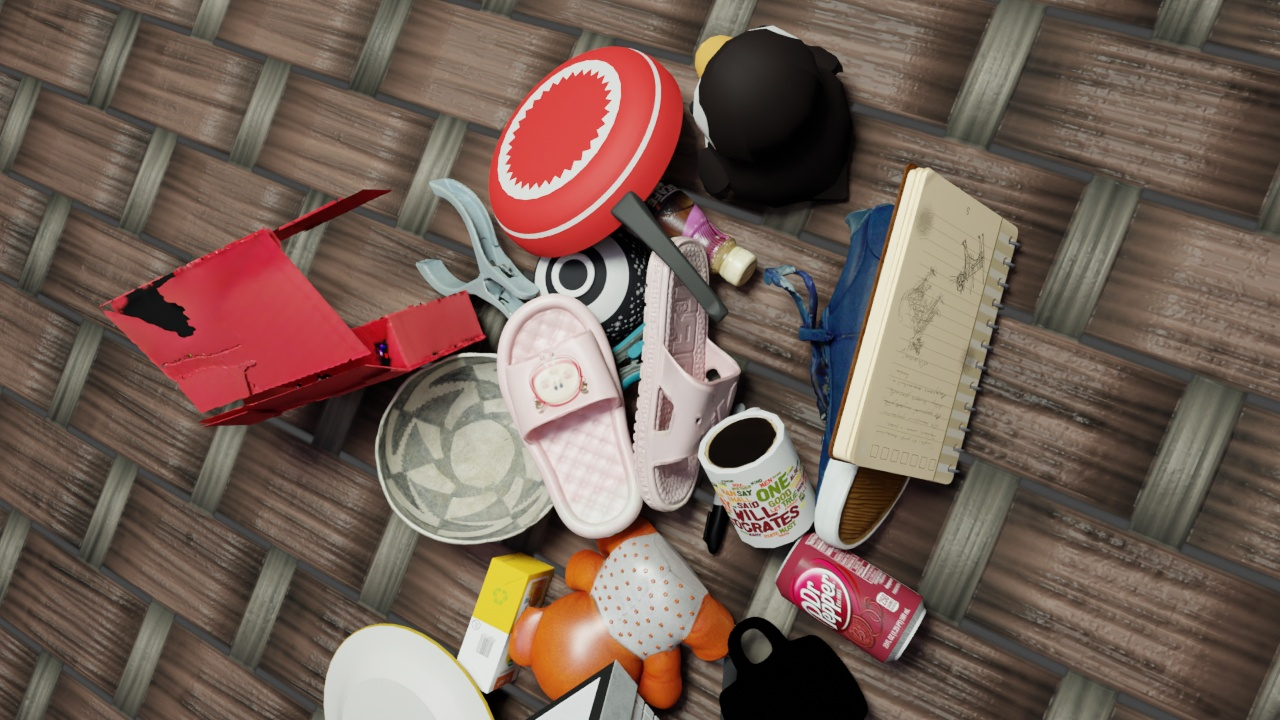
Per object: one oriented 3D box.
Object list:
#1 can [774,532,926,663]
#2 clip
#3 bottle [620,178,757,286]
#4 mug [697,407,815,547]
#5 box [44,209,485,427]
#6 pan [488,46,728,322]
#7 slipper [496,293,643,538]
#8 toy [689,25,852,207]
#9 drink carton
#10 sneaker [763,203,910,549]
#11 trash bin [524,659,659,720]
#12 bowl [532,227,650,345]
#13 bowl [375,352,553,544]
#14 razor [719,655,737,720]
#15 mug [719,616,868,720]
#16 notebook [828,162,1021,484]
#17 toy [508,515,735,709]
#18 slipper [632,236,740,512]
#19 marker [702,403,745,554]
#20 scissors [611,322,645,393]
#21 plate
[{"bbox_3d":[0.173,0.195,0.762,0.114,0.063,0.063,31,95,19],"label":"can"},{"bbox_3d":[-0.159,-0.122,0.879,0.174,0.030,0.159,25,125,35],"label":"clip"},{"bbox_3d":[0.033,-0.124,0.845,0.166,0.059,0.060,36,97,19],"label":"bottle"},{"bbox_3d":[0.102,0.090,0.781,0.074,0.105,0.089,-14,123,22],"label":"mug"},{"bbox_3d":[-0.309,-0.008,0.807,0.211,0.318,0.121,-16,74,27],"label":"box"},{"bbox_3d":[-0.026,-0.149,0.788,0.209,0.067,0.356,-45,45,12],"label":"pan"},{"bbox_3d":[-0.063,0.049,0.810,0.107,0.055,0.221,-20,81,4],"label":"slipper"},{"bbox_3d":[0.110,-0.201,0.760,0.159,0.184,0.140,-47,73,9],"label":"toy"},{"bbox_3d":[-0.129,0.248,0.865,0.040,0.058,0.122,20,91,20],"label":"drink carton"},{"bbox_3d":[0.171,0.006,0.775,0.127,0.120,0.294,10,85,43],"label":"sneaker"},{"bbox_3d":[-0.008,0.401,0.721,0.143,0.142,0.247,-37,96,12],"label":"trash bin"},{"bbox_3d":[-0.051,-0.075,0.866,0.120,0.066,0.120,-2,84,19],"label":"bowl"},{"bbox_3d":[-0.155,0.087,0.871,0.178,0.081,0.178,1,76,-4],"label":"bowl"},{"bbox_3d":[0.075,0.333,0.805,0.043,0.022,0.144,1,85,18],"label":"razor"},{"bbox_3d":[0.118,0.270,0.765,0.094,0.085,0.121,-39,68,10],"label":"mug"},{"bbox_3d":[0.229,-0.019,0.717,0.024,0.167,0.225,15,90,47],"label":"notebook"},{"bbox_3d":[-0.021,0.239,0.819,0.172,0.093,0.164,-42,76,-2],"label":"toy"},{"bbox_3d":[0.046,0.013,0.793,0.064,0.094,0.239,6,97,33],"label":"slipper"},{"bbox_3d":[0.076,0.106,0.832,0.022,0.016,0.138,8,86,43],"label":"marker"},{"bbox_3d":[-0.005,-0.003,0.854,0.123,0.019,0.148,21,75,10],"label":"scissors"},{"bbox_3d":[-0.225,0.365,0.873,0.230,0.021,0.230,5,101,29],"label":"plate"}]
